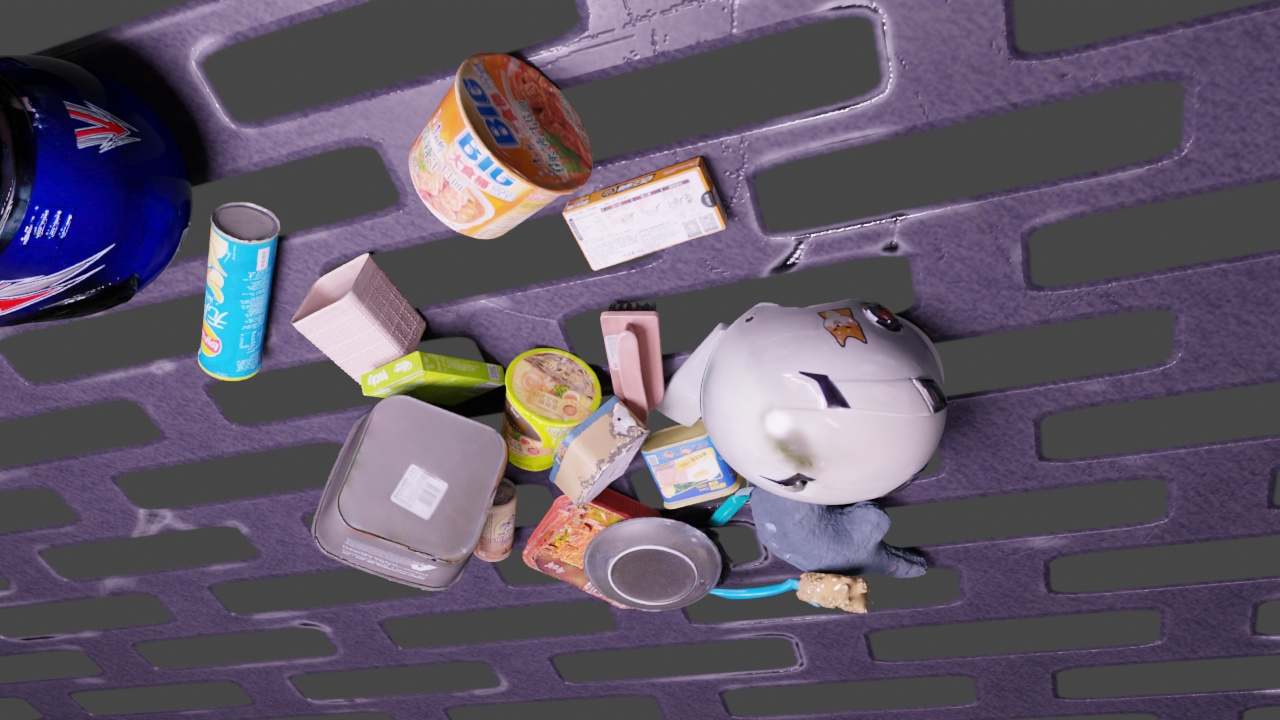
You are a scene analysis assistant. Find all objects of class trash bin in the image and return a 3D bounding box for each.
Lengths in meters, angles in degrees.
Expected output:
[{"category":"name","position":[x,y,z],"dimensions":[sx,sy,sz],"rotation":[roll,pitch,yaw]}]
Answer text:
[{"category":"trash bin","position":[-0.257,0.150,1.051],"dimensions":[0.199,0.198,0.220],"rotation":[22,161,-12]}]

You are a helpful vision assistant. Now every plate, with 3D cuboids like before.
[{"category":"plate","position":[0.015,0.268,1.171],"dimensions":[0.179,0.024,0.180],"rotation":[1,126,2]}]

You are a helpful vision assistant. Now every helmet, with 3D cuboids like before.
[{"category":"helmet","position":[-0.593,-0.150,0.890],"dimensions":[0.316,0.240,0.247],"rotation":[-21,84,15]},{"category":"helmet","position":[0.202,0.059,0.959],"dimensions":[0.274,0.156,0.230],"rotation":[10,114,-4]}]

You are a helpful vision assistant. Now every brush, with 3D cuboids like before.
[{"category":"brush","position":[0.175,0.291,1.157],"dimensions":[0.255,0.045,0.083],"rotation":[-11,156,39]},{"category":"brush","position":[-0.006,0.006,1.032],"dimensions":[0.063,0.072,0.146],"rotation":[0,130,8]}]

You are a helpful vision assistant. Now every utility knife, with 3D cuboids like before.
[{"category":"utility knife","position":[0.113,0.182,1.143],"dimensions":[0.029,0.013,0.182],"rotation":[-1,157,-10]}]

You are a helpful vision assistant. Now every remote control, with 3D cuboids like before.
[{"category":"remote control","position":[0.075,0.018,1.059],"dimensions":[0.058,0.021,0.150],"rotation":[30,127,-14]}]

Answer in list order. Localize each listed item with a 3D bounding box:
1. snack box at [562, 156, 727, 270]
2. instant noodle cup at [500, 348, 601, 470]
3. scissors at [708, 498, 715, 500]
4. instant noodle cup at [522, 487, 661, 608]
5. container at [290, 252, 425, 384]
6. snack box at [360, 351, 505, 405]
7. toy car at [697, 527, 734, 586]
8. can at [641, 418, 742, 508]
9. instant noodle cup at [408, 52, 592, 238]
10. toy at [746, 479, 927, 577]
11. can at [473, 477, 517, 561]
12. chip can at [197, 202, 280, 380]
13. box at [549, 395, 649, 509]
[{"category":"snack box","position":[0.004,-0.148,0.937],"dimensions":[0.154,0.026,0.075],"rotation":[-15,125,20]},{"category":"instant noodle cup","position":[-0.116,0.067,1.081],"dimensions":[0.111,0.111,0.124],"rotation":[19,136,-6]},{"category":"scissors","position":[0.120,0.143,1.158],"dimensions":[0.137,0.017,0.073],"rotation":[-19,122,18]},{"category":"instant noodle cup","position":[-0.048,0.239,1.218],"dimensions":[0.188,0.078,0.165],"rotation":[26,127,-13]},{"category":"container","position":[-0.312,-0.042,1.033],"dimensions":[0.090,0.090,0.111],"rotation":[-22,125,23]},{"category":"snack box","position":[-0.233,0.022,1.048],"dimensions":[0.086,0.026,0.156],"rotation":[-22,164,24]},{"category":"toy car","position":[0.094,0.265,1.241],"dimensions":[0.034,0.042,0.090],"rotation":[0,131,44]},{"category":"can","position":[0.062,0.124,1.115],"dimensions":[0.102,0.057,0.083],"rotation":[-17,109,21]},{"category":"instant noodle cup","position":[-0.136,-0.192,0.856],"dimensions":[0.151,0.151,0.112],"rotation":[40,131,-21]},{"category":"toy","position":[0.222,0.199,1.143],"dimensions":[0.356,0.091,0.138],"rotation":[39,105,-22]},{"category":"can","position":[-0.197,0.214,1.235],"dimensions":[0.058,0.058,0.116],"rotation":[11,129,0]},{"category":"chip can","position":[-0.457,-0.075,1.040],"dimensions":[0.071,0.071,0.211],"rotation":[20,128,-7]},{"category":"box","position":[-0.052,0.113,1.075],"dimensions":[0.061,0.089,0.185],"rotation":[48,154,8]}]
